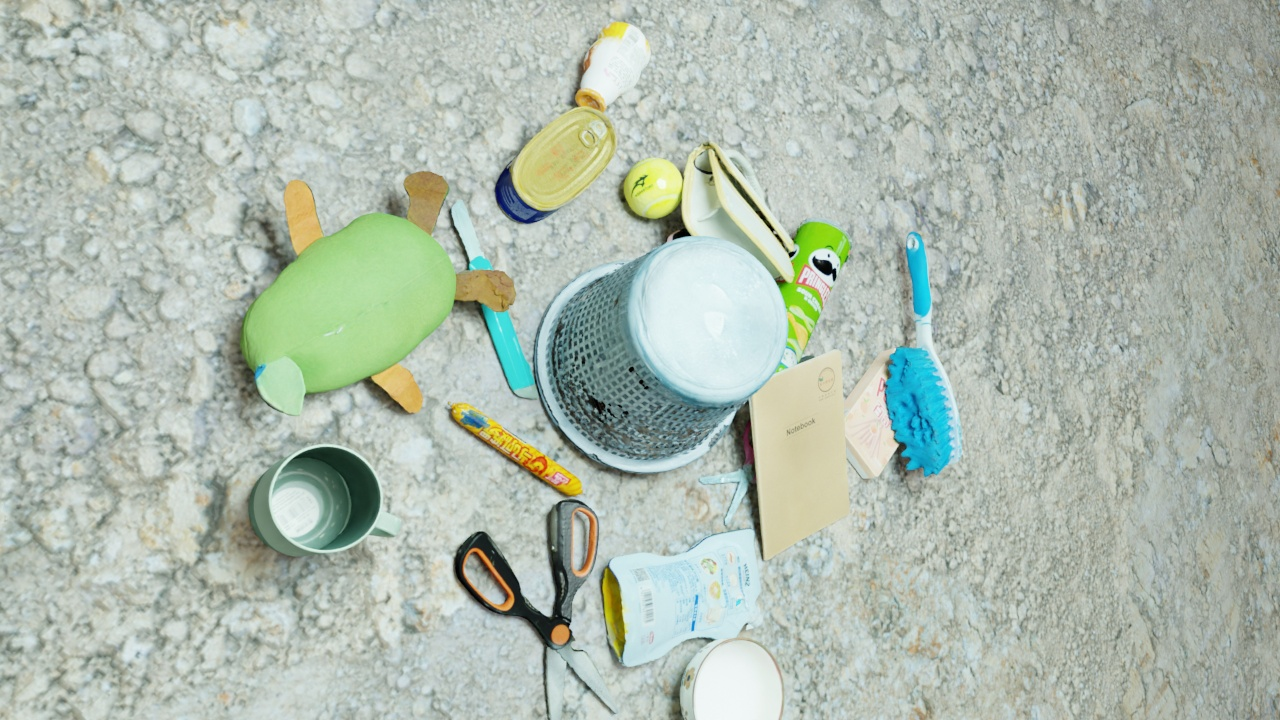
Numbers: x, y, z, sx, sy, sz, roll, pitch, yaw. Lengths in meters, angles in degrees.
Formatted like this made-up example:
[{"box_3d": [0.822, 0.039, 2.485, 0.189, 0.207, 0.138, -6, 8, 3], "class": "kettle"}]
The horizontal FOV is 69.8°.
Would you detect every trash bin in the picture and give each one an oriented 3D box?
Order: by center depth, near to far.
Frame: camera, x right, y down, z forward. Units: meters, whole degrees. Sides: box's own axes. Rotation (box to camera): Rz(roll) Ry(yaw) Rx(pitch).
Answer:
[{"box_3d": [0.030, -0.017, 0.866, 0.226, 0.195, 0.226, 5, 75, -17], "class": "trash bin"}]

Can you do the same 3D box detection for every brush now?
[{"box_3d": [0.350, -0.015, 1.155, 0.109, 0.061, 0.314, -4, 79, -40], "class": "brush"}]

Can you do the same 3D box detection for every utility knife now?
[{"box_3d": [-0.145, -0.058, 0.901, 0.029, 0.013, 0.209, -20, 93, -34], "class": "utility knife"}]

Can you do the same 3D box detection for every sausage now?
[{"box_3d": [-0.117, 0.086, 0.880, 0.165, 0.022, 0.021, 37, 62, -20], "class": "sausage"}]

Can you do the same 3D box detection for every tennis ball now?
[{"box_3d": [0.015, -0.188, 1.003, 0.065, 0.066, 0.065, 8, 74, -31], "class": "tennis ball"}]

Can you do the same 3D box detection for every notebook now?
[{"box_3d": [0.181, 0.105, 1.031, 0.147, 0.008, 0.208, -19, 110, -36], "class": "notebook"}]

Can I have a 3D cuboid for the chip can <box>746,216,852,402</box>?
[{"box_3d": [0.177, -0.059, 1.073, 0.072, 0.072, 0.235, 39, 62, -19], "class": "chip can"}]

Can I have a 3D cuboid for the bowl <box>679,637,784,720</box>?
[{"box_3d": [0.084, 0.337, 0.925, 0.113, 0.062, 0.113, 8, 74, -30], "class": "bowl"}]

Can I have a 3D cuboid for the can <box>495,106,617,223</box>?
[{"box_3d": [-0.087, -0.202, 0.951, 0.074, 0.049, 0.147, 48, 58, -14], "class": "can"}]

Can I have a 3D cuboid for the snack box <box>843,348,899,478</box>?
[{"box_3d": [0.299, 0.065, 1.149, 0.084, 0.026, 0.156, 51, 58, -12], "class": "snack box"}]

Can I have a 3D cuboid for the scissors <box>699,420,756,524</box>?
[{"box_3d": [0.121, 0.121, 1.030, 0.133, 0.017, 0.128, -1, 81, -29], "class": "scissors"}]

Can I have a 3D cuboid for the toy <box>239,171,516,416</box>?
[{"box_3d": [-0.237, -0.055, 0.797, 0.246, 0.090, 0.227, -37, 110, -30], "class": "toy"}]

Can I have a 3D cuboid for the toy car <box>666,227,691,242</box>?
[{"box_3d": [0.074, -0.118, 1.044, 0.122, 0.037, 0.056, 0, 76, -45], "class": "toy car"}]

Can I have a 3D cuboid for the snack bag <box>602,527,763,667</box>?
[{"box_3d": [0.051, 0.240, 0.943, 0.190, 0.039, 0.110, -4, 76, -35], "class": "snack bag"}]

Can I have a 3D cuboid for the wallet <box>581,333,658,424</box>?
[{"box_3d": [-0.006, 0.006, 0.973, 0.122, 0.020, 0.096, -17, 83, -33], "class": "wallet"}]

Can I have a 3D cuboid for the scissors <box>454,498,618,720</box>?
[{"box_3d": [-0.091, 0.238, 0.865, 0.222, 0.022, 0.220, 25, 72, -23], "class": "scissors"}]

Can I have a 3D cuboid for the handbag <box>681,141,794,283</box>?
[{"box_3d": [0.116, -0.180, 1.041, 0.163, 0.063, 0.178, 42, 39, -41], "class": "handbag"}]

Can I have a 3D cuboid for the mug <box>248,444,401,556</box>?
[{"box_3d": [-0.250, 0.118, 0.735, 0.111, 0.107, 0.082, 25, 65, -25], "class": "mug"}]

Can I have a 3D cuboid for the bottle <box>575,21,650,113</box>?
[{"box_3d": [-0.033, -0.318, 1.004, 0.063, 0.063, 0.108, 37, 61, -20], "class": "bottle"}]

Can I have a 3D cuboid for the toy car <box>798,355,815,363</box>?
[{"box_3d": [0.205, 0.039, 1.088, 0.043, 0.036, 0.091, -18, 90, -33], "class": "toy car"}]
